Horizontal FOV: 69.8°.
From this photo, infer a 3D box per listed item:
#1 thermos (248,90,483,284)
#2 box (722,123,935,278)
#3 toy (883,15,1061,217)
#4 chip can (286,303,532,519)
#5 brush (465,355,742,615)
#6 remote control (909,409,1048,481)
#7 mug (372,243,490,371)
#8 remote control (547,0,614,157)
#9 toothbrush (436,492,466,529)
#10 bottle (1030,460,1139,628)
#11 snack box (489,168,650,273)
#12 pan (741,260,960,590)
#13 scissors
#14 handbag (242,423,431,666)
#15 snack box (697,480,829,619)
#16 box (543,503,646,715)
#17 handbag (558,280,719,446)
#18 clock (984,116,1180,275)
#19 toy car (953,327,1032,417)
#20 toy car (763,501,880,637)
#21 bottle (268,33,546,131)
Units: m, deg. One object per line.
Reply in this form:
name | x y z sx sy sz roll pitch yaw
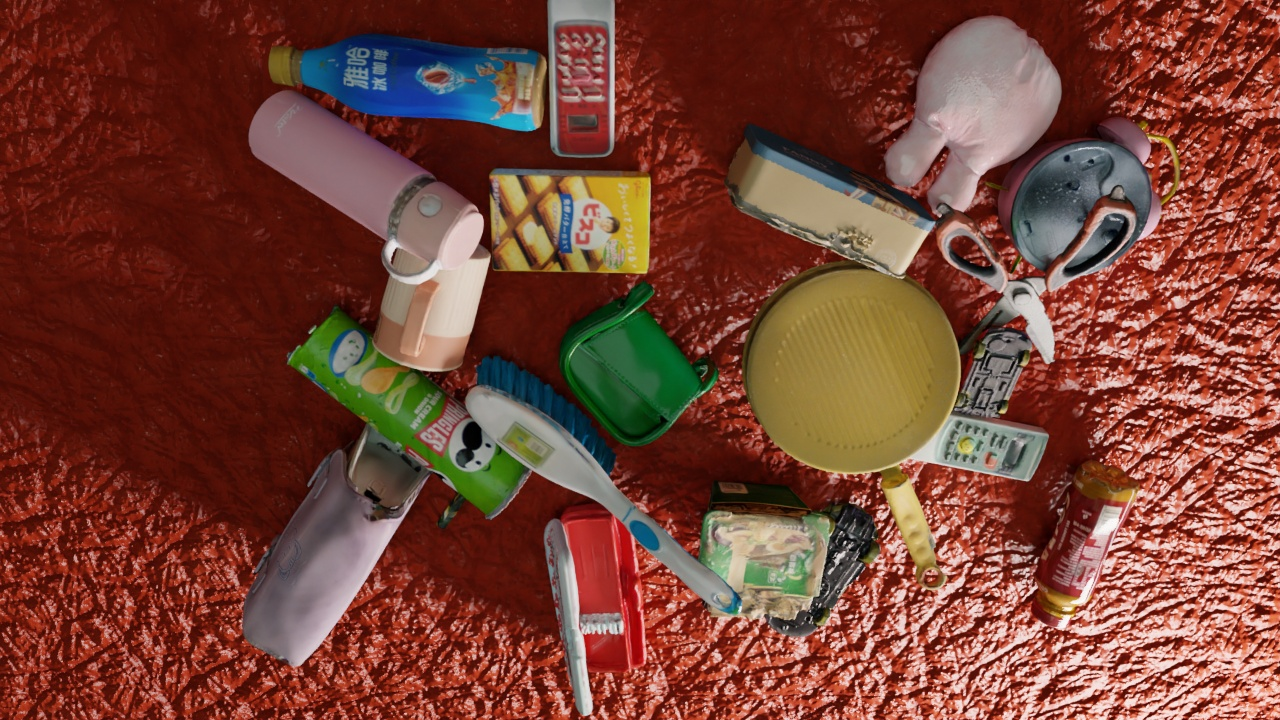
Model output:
thermos | -0.225 -0.136 0.741 0.198 0.067 0.087 34 73 11
box | 0.151 -0.138 0.777 0.184 0.089 0.062 22 114 -13
toy | 0.274 -0.203 0.767 0.121 0.054 0.159 35 98 -11
chip can | -0.209 0.048 0.847 0.236 0.072 0.072 40 106 -10
brush | -0.033 0.115 0.838 0.314 0.109 0.061 37 105 -9
remote control | 0.329 0.081 0.905 0.135 0.019 0.056 12 112 -6
mug | -0.184 -0.050 0.795 0.081 0.114 0.106 18 108 -6
remote control | -0.049 -0.240 0.770 0.056 0.020 0.136 1 112 0
toothbrush | -0.151 0.099 0.906 0.012 0.017 0.186 33 107 -11
bottle | 0.444 0.190 0.931 0.057 0.057 0.175 9 112 -5
snack box | -0.062 -0.123 0.811 0.140 0.033 0.087 1 113 -3
pan | 0.226 0.077 0.873 0.198 0.078 0.357 -22 99 11
scissors | 0.336 -0.070 0.791 0.189 0.015 0.222 -19 130 35
handbag | -0.286 0.165 0.864 0.098 0.144 0.197 32 107 -16
snack box | 0.109 0.173 0.894 0.118 0.105 0.118 4 110 -4
box | -0.045 0.254 0.926 0.095 0.101 0.202 -5 112 2
handbag | -0.005 0.005 0.850 0.120 0.068 0.131 -38 107 6
clock | 0.389 -0.143 0.795 0.159 0.059 0.117 -21 110 9
toy car | 0.329 0.010 0.859 0.049 0.031 0.106 8 133 4
toy car | 0.183 0.216 0.944 0.070 0.042 0.158 30 102 -13
bottle | -0.188 -0.229 0.747 0.218 0.065 0.065 4 112 -3
